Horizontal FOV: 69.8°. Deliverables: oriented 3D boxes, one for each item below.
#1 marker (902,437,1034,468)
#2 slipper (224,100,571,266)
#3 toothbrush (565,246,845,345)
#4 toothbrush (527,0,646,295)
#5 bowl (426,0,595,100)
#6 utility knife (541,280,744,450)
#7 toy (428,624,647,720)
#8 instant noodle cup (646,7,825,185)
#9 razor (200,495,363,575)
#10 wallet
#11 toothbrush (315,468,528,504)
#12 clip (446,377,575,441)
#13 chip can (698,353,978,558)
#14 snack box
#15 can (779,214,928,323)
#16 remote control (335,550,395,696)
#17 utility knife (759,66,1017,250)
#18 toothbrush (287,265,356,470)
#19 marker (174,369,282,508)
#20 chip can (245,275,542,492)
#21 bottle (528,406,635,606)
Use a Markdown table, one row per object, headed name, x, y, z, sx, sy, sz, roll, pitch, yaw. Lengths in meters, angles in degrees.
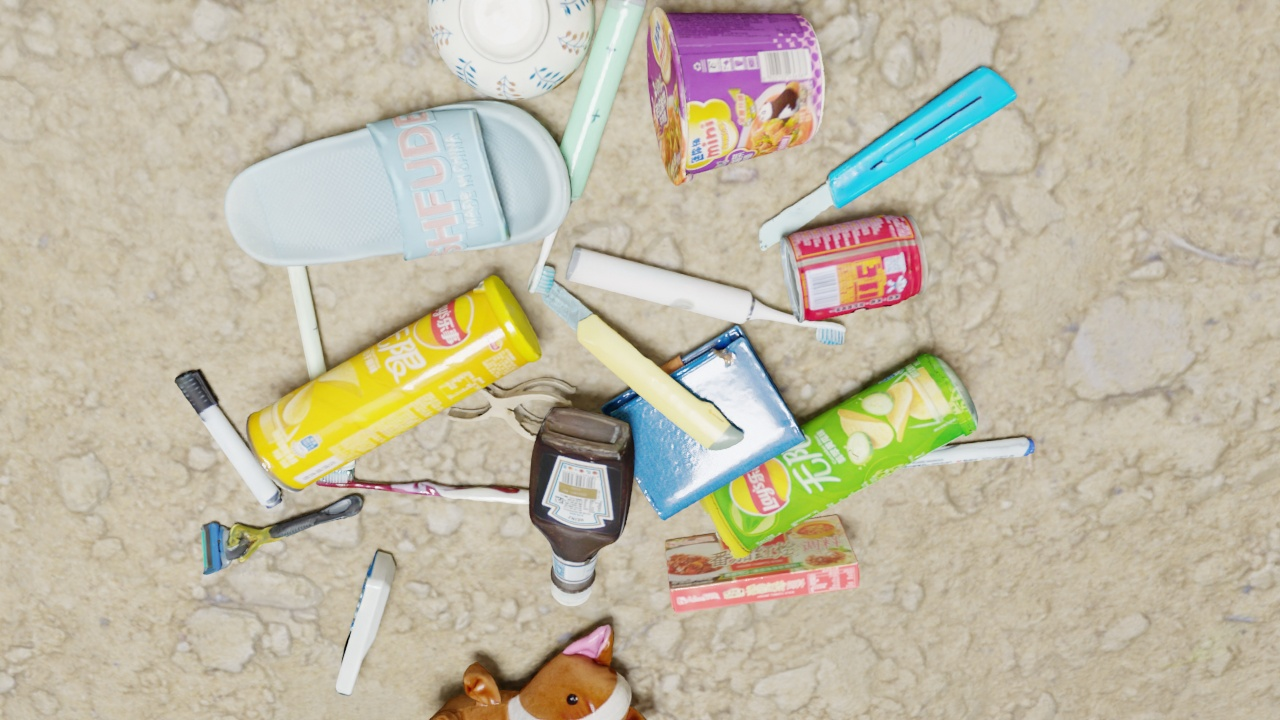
| name | x | y | z | sx | sy | sz | roll | pitch | yaw |
| --- | --- | --- | --- | --- | --- | --- | --- | --- | --- |
| marker | 0.252 | 0.079 | 0.762 | 0.146 | 0.016 | 0.017 | -6 | 113 | 1 |
| slipper | -0.171 | -0.117 | 0.631 | 0.245 | 0.074 | 0.104 | -9 | 101 | 4 |
| toothbrush | 0.053 | -0.047 | 0.698 | 0.221 | 0.027 | 0.026 | 14 | 73 | -8 |
| toothbrush | -0.044 | -0.148 | 0.652 | 0.027 | 0.026 | 0.225 | 11 | 113 | -26 |
| bowl | -0.086 | -0.226 | 0.600 | 0.113 | 0.062 | 0.113 | -1 | 112 | -3 |
| utility knife | -0.004 | 0.004 | 0.693 | 0.195 | 0.020 | 0.031 | 39 | 99 | 0 |
| toy | -0.093 | 0.324 | 0.806 | 0.199 | 0.130 | 0.140 | -21 | 106 | -3 |
| instant noodle cup | 0.062 | -0.179 | 0.606 | 0.099 | 0.111 | 0.112 | -10 | 113 | -8 |
| razor | -0.298 | 0.140 | 0.771 | 0.143 | 0.022 | 0.042 | -18 | 68 | 2 |
| wallet | 0.046 | 0.048 | 0.716 | 0.133 | 0.040 | 0.106 | -32 | 86 | 10 |
| toothbrush | -0.174 | 0.103 | 0.762 | 0.187 | 0.016 | 0.017 | 5 | 103 | -3 |
| clip | -0.102 | 0.047 | 0.730 | 0.104 | 0.034 | 0.081 | -6 | 112 | 6 |
| chip can | 0.155 | 0.075 | 0.727 | 0.221 | 0.072 | 0.072 | -31 | 110 | 11 |
| snack box | 0.098 | 0.168 | 0.763 | 0.153 | 0.075 | 0.025 | -9 | 112 | 2 |
| can | 0.155 | -0.068 | 0.670 | 0.094 | 0.066 | 0.066 | -12 | 113 | 3 |
| remote control | -0.238 | 0.227 | 0.793 | 0.024 | 0.049 | 0.125 | 18 | 112 | -12 |
| utility knife | 0.172 | -0.143 | 0.666 | 0.207 | 0.018 | 0.034 | -33 | 110 | 13 |
| toothbrush | -0.251 | -0.001 | 0.713 | 0.029 | 0.020 | 0.190 | 8 | 115 | 30 |
| marker | -0.329 | 0.064 | 0.739 | 0.022 | 0.018 | 0.131 | -28 | 111 | 0 |
| chip can | -0.181 | 0.019 | 0.682 | 0.213 | 0.072 | 0.072 | -30 | 111 | 3 |
| bottle | -0.050 | 0.124 | 0.733 | 0.080 | 0.043 | 0.195 | 12 | 129 | 6 |
